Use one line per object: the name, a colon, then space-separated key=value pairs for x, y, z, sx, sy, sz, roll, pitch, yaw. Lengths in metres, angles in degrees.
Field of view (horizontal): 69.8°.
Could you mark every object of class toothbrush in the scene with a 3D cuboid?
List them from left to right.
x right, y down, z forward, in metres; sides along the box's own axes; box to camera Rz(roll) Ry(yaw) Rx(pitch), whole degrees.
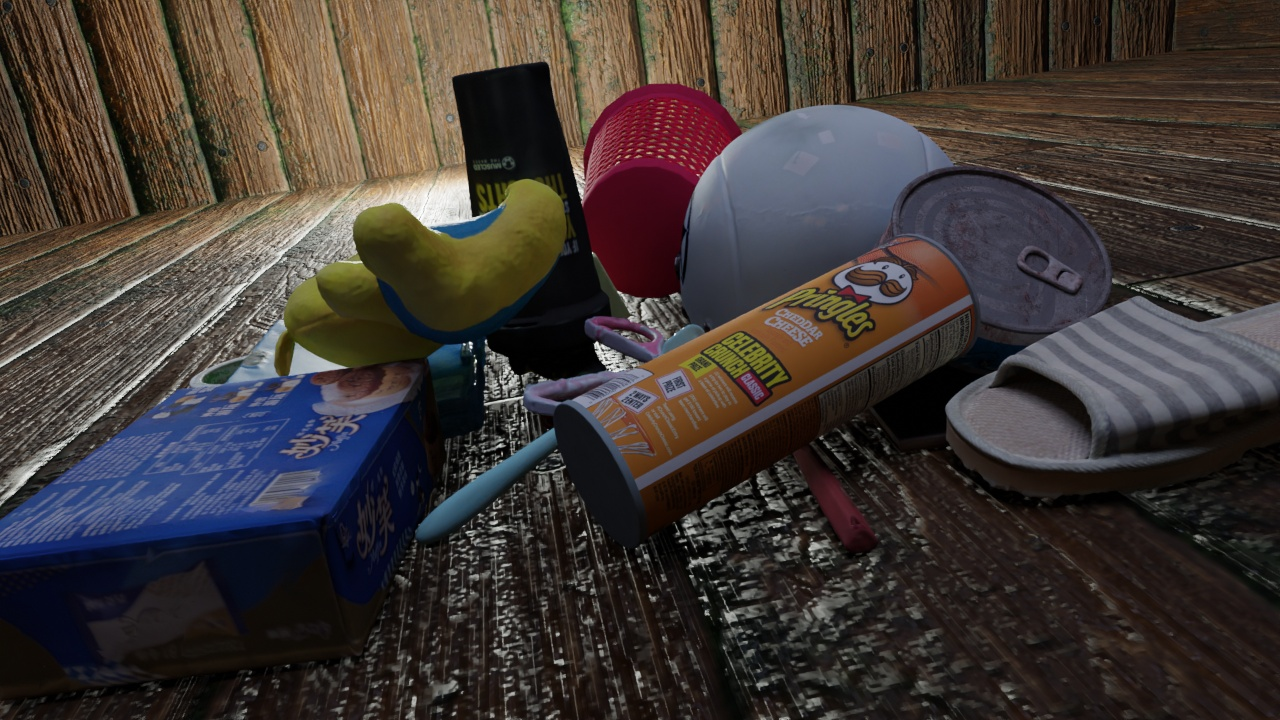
toothbrush: x=-0.040 y=0.037 z=0.472 sx=0.180 sy=0.016 sz=0.016 roll=-36 pitch=2 yaw=-9
toothbrush: x=0.087 y=0.047 z=0.482 sx=0.016 sy=0.016 sz=0.189 roll=-8 pitch=18 yaw=-2

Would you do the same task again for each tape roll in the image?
tape roll: x=-0.322 y=0.014 z=0.762 sx=0.094 sy=0.018 sz=0.093 roll=-8 pitch=19 yaw=2

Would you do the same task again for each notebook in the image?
notebook: x=0.236 y=0.009 z=0.545 sx=0.209 sy=0.008 sz=0.141 roll=-8 pitch=18 yaw=0

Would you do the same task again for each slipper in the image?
slipper: x=0.282 y=0.003 z=0.456 sx=0.272 sy=0.054 sz=0.114 roll=-14 pitch=23 yaw=-12

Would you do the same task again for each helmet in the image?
helmet: x=0.140 y=-0.115 z=0.717 sx=0.237 sy=0.164 sz=0.263 roll=-3 pitch=18 yaw=12

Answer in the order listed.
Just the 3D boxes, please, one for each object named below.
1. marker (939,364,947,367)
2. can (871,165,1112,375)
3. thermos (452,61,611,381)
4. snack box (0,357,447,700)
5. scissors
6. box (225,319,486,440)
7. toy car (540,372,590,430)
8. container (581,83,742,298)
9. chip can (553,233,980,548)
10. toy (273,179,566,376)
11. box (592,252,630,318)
marker: x=0.154 y=0.001 z=0.553 sx=0.145 sy=0.019 sz=0.019 roll=-14 pitch=19 yaw=-17
can: x=0.206 y=-0.055 z=0.548 sx=0.130 sy=0.044 sz=0.129 roll=4 pitch=54 yaw=-6
thermos: x=-0.080 y=-0.095 z=0.657 sx=0.098 sy=0.221 sz=0.098 roll=-9 pitch=18 yaw=3
snack box: x=-0.194 y=0.068 z=0.458 sx=0.155 sy=0.069 sz=0.202 roll=-8 pitch=18 yaw=1
scissors: x=-0.003 y=0.003 z=0.555 sx=0.172 sy=0.013 sz=0.170 roll=-10 pitch=24 yaw=-34
box: x=-0.200 y=0.010 z=0.676 sx=0.176 sy=0.048 sz=0.231 roll=-3 pitch=17 yaw=-7
toy car: x=-0.015 y=0.031 z=0.544 sx=0.091 sy=0.036 sz=0.042 roll=0 pitch=19 yaw=21
container: x=0.017 y=-0.164 z=0.923 sx=0.183 sy=0.183 sz=0.225 roll=-5 pitch=26 yaw=9
chip can: x=0.068 y=0.009 z=0.462 sx=0.214 sy=0.075 sz=0.075 roll=-26 pitch=24 yaw=-23
toy: x=-0.140 y=-0.041 z=0.567 sx=0.148 sy=0.084 sz=0.215 roll=-21 pitch=2 yaw=-43
box: x=-0.071 y=-0.077 z=0.839 sx=0.090 sy=0.077 sz=0.188 roll=-13 pitch=18 yaw=-11
